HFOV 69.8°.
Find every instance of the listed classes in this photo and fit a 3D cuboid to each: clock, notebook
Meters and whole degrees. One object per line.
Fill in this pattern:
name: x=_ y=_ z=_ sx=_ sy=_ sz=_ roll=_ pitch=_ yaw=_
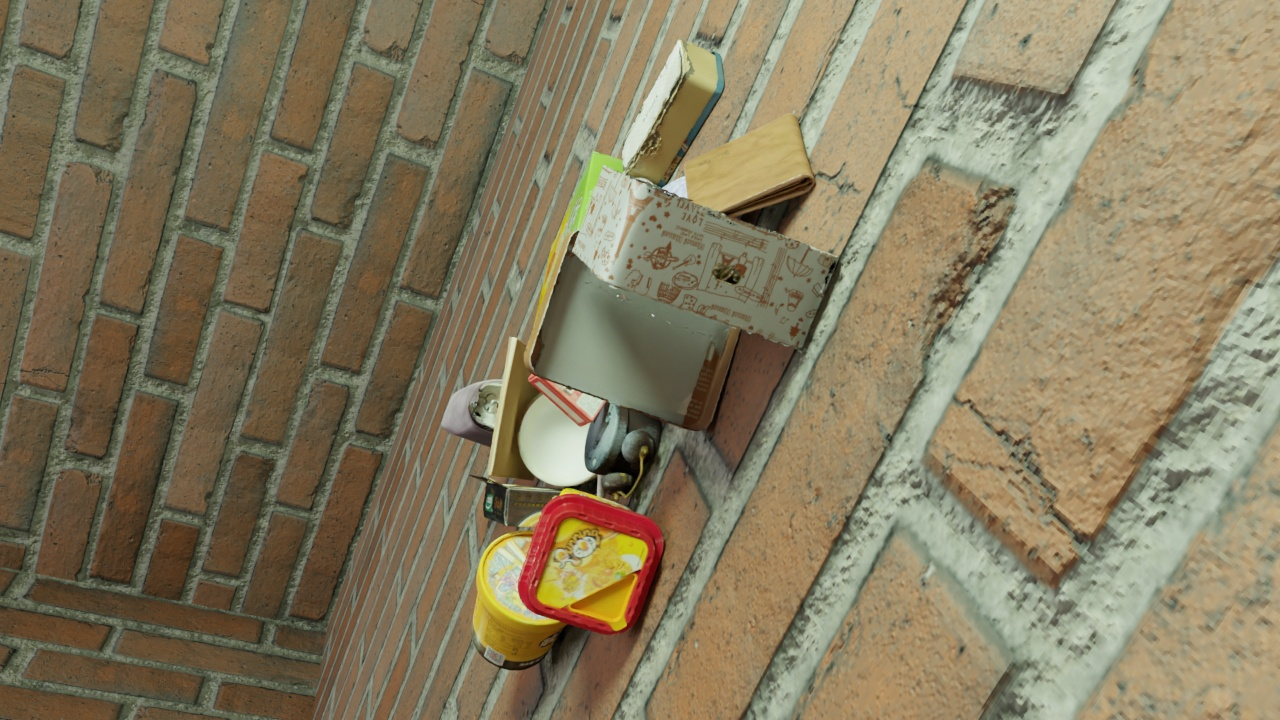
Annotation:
clock: x=-0.017 y=0.088 z=0.929 sx=0.082 sy=0.055 sz=0.121 roll=-61 pitch=23 yaw=27
notebook: x=-0.137 y=0.064 z=1.070 sx=0.211 sy=0.012 sz=0.149 roll=59 pitch=-140 yaw=-80

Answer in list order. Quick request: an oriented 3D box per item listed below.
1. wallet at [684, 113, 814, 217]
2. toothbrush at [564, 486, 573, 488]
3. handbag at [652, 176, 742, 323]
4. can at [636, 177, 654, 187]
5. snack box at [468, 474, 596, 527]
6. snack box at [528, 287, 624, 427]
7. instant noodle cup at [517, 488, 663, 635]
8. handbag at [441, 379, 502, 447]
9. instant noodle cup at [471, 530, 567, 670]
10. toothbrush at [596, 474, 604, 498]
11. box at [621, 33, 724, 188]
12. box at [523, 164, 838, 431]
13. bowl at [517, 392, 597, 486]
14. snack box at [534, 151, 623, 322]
wallet: x=0.092 y=-0.166 z=0.814 sx=0.115 sy=0.020 sz=0.101 roll=-20 pitch=42 yaw=17
toothbrush: x=-0.080 y=0.136 z=1.123 sx=0.015 sy=0.018 sz=0.181 roll=-103 pitch=34 yaw=-52
handbag: x=0.034 y=-0.078 z=0.900 sx=0.134 sy=0.075 sz=0.193 roll=-9 pitch=66 yaw=64
can: x=0.005 y=-0.169 z=1.097 sx=0.132 sy=0.053 sz=0.053 roll=-101 pitch=34 yaw=-55
snack box: x=-0.127 y=0.162 z=1.053 sx=0.113 sy=0.125 sz=0.053 roll=167 pitch=108 yaw=-68
snack box: x=-0.045 y=-0.012 z=0.945 sx=0.026 sy=0.075 sz=0.152 roll=-28 pitch=23 yaw=52
instant noodle cup: x=-0.049 y=0.179 z=0.868 sx=0.123 sy=0.116 sz=0.116 roll=-129 pitch=58 yaw=-81
handbag: x=-0.182 y=0.076 z=1.262 sx=0.197 sy=0.145 sz=0.098 roll=165 pitch=118 yaw=-67
instant noodle cup: x=-0.128 y=0.267 z=0.999 sx=0.118 sy=0.118 sz=0.115 roll=-96 pitch=23 yaw=-49
toothbrush: x=-0.044 y=0.126 z=0.990 sx=0.016 sy=0.016 sz=0.180 roll=-5 pitch=76 yaw=45
box: x=0.039 y=-0.302 z=1.118 sx=0.185 sy=0.059 sz=0.089 roll=-51 pitch=29 yaw=43
box: x=0.019 y=-0.034 z=0.740 sx=0.156 sy=0.183 sz=0.193 roll=-133 pitch=62 yaw=-69
bowl: x=-0.076 y=0.088 z=1.044 sx=0.062 sy=0.113 sz=0.113 roll=35 pitch=-111 yaw=-73
snack box: x=-0.075 y=-0.153 z=1.247 sx=0.211 sy=0.070 sz=0.157 roll=123 pitch=160 yaw=-52
